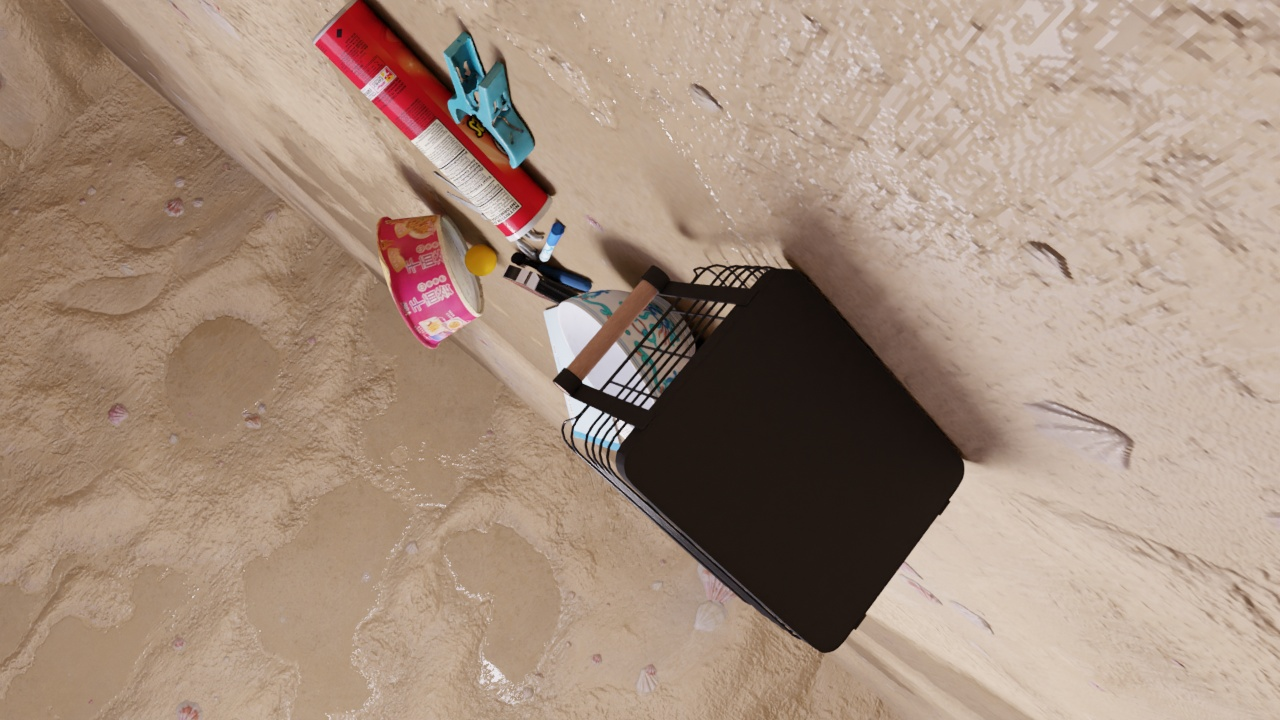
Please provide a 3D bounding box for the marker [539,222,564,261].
[{"bbox_3d":[-0.088,-0.113,0.900,0.013,0.013,0.142,41,169,-5],"label":"marker"}]

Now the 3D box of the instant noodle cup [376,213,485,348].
[{"bbox_3d":[-0.259,-0.111,1.168,0.178,0.078,0.178,-17,-92,-86],"label":"instant noodle cup"}]

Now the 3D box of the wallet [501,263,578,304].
[{"bbox_3d":[-0.109,-0.082,1.027,0.072,0.019,0.123,28,179,-24],"label":"wallet"}]

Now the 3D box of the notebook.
[{"bbox_3d":[-0.076,0.018,1.143,0.254,0.009,0.181,180,75,-74],"label":"notebook"}]

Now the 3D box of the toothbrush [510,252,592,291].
[{"bbox_3d":[-0.099,-0.097,0.999,0.014,0.014,0.168,34,175,-39],"label":"toothbrush"}]

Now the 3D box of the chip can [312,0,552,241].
[{"bbox_3d":[-0.162,-0.190,0.737,0.214,0.051,0.052,45,169,-24],"label":"chip can"}]

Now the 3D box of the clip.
[{"bbox_3d":[-0.126,-0.195,0.665,0.121,0.031,0.130,40,171,27],"label":"clip"}]

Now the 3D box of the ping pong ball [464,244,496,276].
[{"bbox_3d":[-0.202,-0.127,1.162,0.040,0.040,0.040,39,170,8],"label":"ping pong ball"}]

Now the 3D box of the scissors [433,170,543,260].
[{"bbox_3d":[-0.153,-0.152,0.964,0.141,0.014,0.162,41,170,-25],"label":"scissors"}]

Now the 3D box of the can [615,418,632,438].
[{"bbox_3d":[-0.005,0.069,1.202,0.132,0.070,0.070,43,169,-13],"label":"can"}]

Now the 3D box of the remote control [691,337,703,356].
[{"bbox_3d":[0.076,0.003,0.801,0.136,0.015,0.032,31,167,50],"label":"remote control"}]

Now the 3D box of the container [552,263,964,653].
[{"bbox_3d":[0.077,0.059,0.620,0.241,0.162,0.130,44,169,-22],"label":"container"}]

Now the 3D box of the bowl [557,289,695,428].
[{"bbox_3d":[0.000,-0.011,0.807,0.144,0.074,0.144,47,161,21],"label":"bowl"}]
